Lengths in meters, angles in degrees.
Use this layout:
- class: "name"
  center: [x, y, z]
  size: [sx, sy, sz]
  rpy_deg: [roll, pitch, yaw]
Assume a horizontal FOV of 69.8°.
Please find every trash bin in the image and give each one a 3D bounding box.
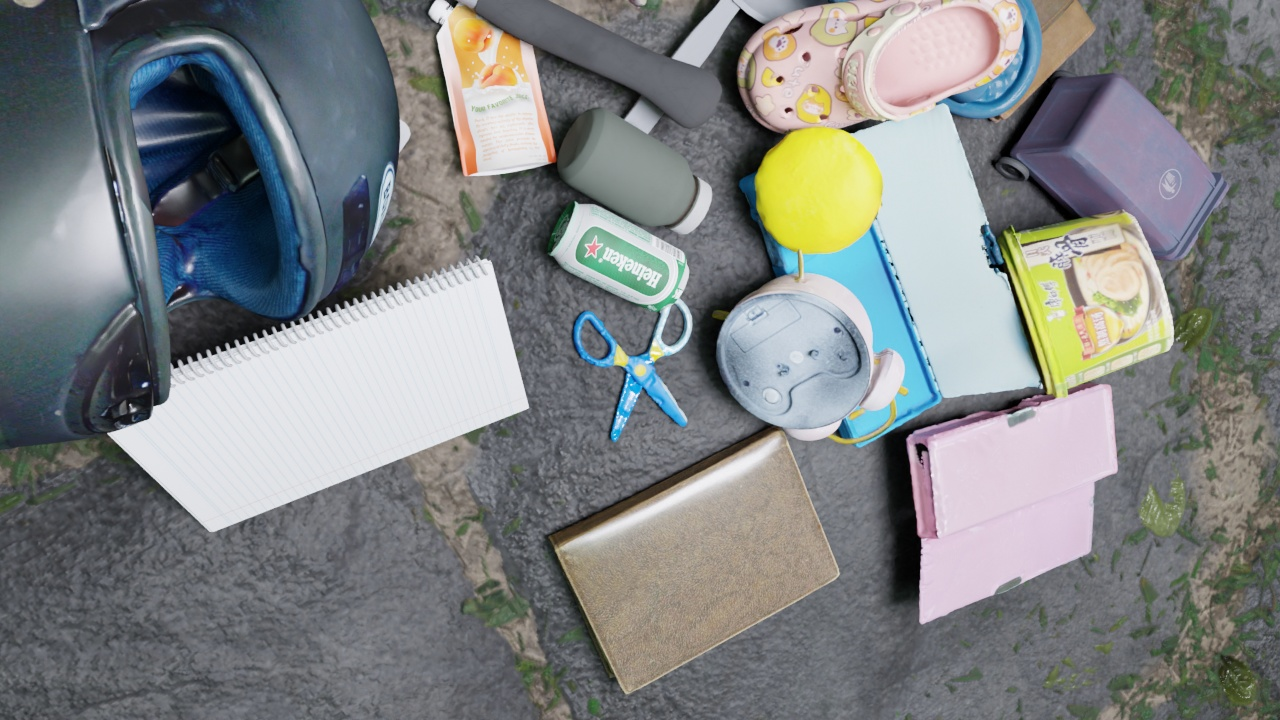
- class: "trash bin"
  center: [0.399, -0.160, 0.773]
  size: [0.160, 0.092, 0.094]
  rpy_deg: [33, 90, -23]

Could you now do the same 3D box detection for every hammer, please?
- class: "hammer"
  center: [-0.086, -0.243, 0.626]
  size: [0.310, 0.029, 0.125]
  rpy_deg: [22, 87, -12]

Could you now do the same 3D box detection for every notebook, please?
- class: "notebook"
  center: [-0.202, 0.028, 0.613]
  size: [0.245, 0.013, 0.178]
  rpy_deg: [-21, 148, -11]
- class: "notebook"
  center: [0.042, 0.143, 0.752]
  size: [0.215, 0.034, 0.190]
  rpy_deg: [-24, 104, -11]

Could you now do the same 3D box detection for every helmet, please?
- class: "helmet"
  center: [-0.248, -0.122, 0.490]
  size: [0.235, 0.250, 0.316]
  rpy_deg: [-11, 64, -31]

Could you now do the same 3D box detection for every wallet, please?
- class: "wallet"
  center: [0.309, -0.272, 0.758]
  size: [0.121, 0.027, 0.098]
  rpy_deg: [-44, 105, -3]

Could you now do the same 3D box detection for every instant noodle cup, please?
- class: "instant noodle cup"
  center: [0.356, -0.051, 0.737]
  size: [0.098, 0.146, 0.146]
  rpy_deg: [-18, 107, 21]

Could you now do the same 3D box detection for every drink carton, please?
- class: "drink carton"
  center: [-0.105, -0.197, 0.652]
  size: [0.069, 0.039, 0.122]
  rpy_deg: [-12, 97, -14]

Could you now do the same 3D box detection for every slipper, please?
- class: "slipper"
  center: [0.165, -0.201, 0.643]
  size: [0.197, 0.081, 0.093]
  rpy_deg: [-8, 129, 17]
- class: "slipper"
  center: [0.228, -0.258, 0.684]
  size: [0.213, 0.059, 0.104]
  rpy_deg: [24, 108, -29]

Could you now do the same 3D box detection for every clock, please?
- class: "clock"
  center: [0.134, 0.003, 0.708]
  size: [0.117, 0.058, 0.158]
  rpy_deg: [-36, 100, 36]

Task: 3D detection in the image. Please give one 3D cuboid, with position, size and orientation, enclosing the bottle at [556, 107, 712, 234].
- class: "bottle"
  center: [-0.003, -0.134, 0.666]
  size: [0.108, 0.060, 0.060]
  rpy_deg: [25, 92, -29]

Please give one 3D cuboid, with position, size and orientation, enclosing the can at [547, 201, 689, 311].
- class: "can"
  center: [-0.015, -0.077, 0.685]
  size: [0.101, 0.053, 0.053]
  rpy_deg: [25, 92, -19]

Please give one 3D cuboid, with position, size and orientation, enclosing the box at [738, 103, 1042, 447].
- class: "box"
  center: [0.200, -0.066, 0.741]
  size: [0.170, 0.071, 0.243]
  rpy_deg: [-20, 106, 17]

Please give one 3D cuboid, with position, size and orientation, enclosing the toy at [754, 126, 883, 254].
- class: "toy"
  center: [0.130, -0.123, 0.672]
  size: [0.094, 0.041, 0.096]
  rpy_deg: [21, 116, 9]

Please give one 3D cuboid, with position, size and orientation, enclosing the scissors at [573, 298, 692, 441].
- class: "scissors"
  center: [0.003, 0.001, 0.728]
  size: [0.127, 0.015, 0.125]
  rpy_deg: [-39, 107, -3]

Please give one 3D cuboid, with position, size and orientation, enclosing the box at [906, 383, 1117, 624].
- class: "box"
  center: [0.333, 0.123, 0.806]
  size: [0.232, 0.039, 0.179]
  rpy_deg: [-13, 103, -27]

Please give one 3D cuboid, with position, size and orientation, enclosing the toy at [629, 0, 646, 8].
- class: "toy"
  center: [-0.025, -0.293, 0.648]
  size: [0.102, 0.050, 0.065]
  rpy_deg: [31, 90, 15]

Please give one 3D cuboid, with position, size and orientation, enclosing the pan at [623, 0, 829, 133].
- class: "pan"
  center: [0.081, -0.283, 0.674]
  size: [0.200, 0.050, 0.357]
  rpy_deg: [35, 104, -29]

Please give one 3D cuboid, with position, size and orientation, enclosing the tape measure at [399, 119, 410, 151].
- class: "tape measure"
  center: [-0.200, -0.151, 0.638]
  size: [0.065, 0.017, 0.064]
  rpy_deg: [34, 89, -19]
